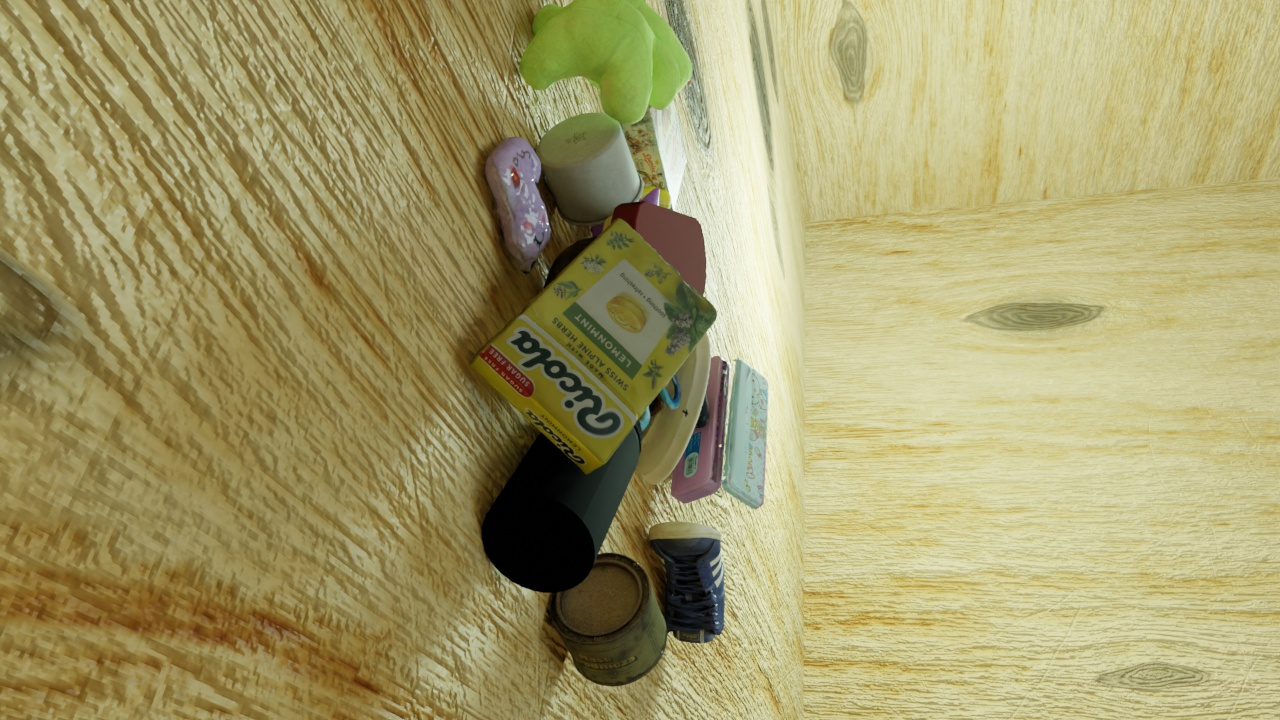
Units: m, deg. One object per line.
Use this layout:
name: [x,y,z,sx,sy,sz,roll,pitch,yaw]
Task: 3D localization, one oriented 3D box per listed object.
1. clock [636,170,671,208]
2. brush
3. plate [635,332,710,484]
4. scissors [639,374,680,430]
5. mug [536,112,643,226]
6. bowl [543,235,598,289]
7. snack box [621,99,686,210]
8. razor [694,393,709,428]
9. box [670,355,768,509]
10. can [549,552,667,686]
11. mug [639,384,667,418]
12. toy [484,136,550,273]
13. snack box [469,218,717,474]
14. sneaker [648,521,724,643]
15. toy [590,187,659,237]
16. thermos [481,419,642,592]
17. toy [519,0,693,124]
clock: [-0.005,-0.143,0.983,0.057,0.083,0.119,-70,155,-67]
brush: [0.012,-0.097,0.850,0.173,0.042,0.082,-3,92,-66]
plate: [0.023,0.044,1.011,0.182,0.034,0.182,-162,-89,-76]
scissors: [0.011,-0.002,0.888,0.117,0.013,0.140,6,78,-57]
mug: [-0.048,-0.184,0.844,0.070,0.084,0.113,67,10,-46]
bowl: [-0.055,-0.049,0.824,0.121,0.056,0.121,-3,89,-75]
snack box: [0.019,-0.284,1.176,0.142,0.041,0.147,-75,156,-50]
razor: [0.054,0.015,1.192,0.067,0.054,0.151,76,6,-83]
box: [0.111,0.102,1.230,0.091,0.090,0.213,35,45,-30]
can: [-0.027,0.227,0.807,0.089,0.090,0.075,-77,158,-45]
mug: [-0.006,0.006,0.966,0.116,0.080,0.107,83,13,-57]
toy: [-0.094,-0.129,0.738,0.080,0.036,0.100,-71,151,-52]
snack box: [-0.026,-0.018,0.703,0.121,0.045,0.180,44,58,-6]
sneaker: [0.056,0.280,1.125,0.233,0.091,0.118,71,23,-67]
toy: [-0.017,-0.135,0.929,0.055,0.088,0.106,-51,136,-77]
thermos: [-0.053,0.093,0.749,0.198,0.086,0.086,-62,145,-62]
toy: [-0.023,-0.290,0.849,0.196,0.150,0.107,-69,-178,-56]
